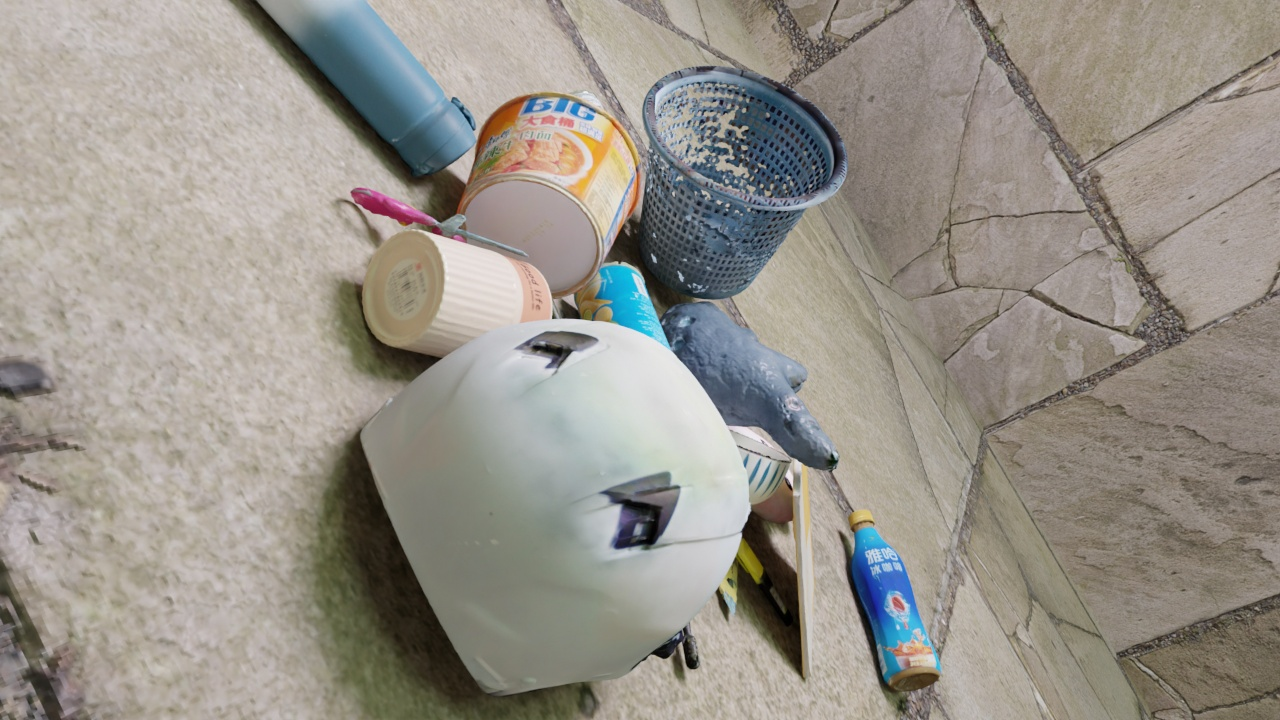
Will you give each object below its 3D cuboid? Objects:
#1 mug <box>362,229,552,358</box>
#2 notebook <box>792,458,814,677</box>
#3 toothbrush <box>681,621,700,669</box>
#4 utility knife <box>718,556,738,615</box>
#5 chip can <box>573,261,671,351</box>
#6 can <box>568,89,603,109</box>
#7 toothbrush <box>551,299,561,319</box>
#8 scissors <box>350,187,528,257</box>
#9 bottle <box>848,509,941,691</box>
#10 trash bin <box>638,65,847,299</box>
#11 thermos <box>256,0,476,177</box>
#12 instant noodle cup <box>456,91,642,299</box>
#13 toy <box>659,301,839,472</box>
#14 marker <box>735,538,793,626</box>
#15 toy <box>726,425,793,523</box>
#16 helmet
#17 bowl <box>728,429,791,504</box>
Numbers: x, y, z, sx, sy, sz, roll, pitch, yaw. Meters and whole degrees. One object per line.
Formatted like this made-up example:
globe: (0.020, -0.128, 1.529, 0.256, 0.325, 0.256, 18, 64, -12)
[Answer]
mug: (-0.135, -0.049, 0.642, 0.114, 0.082, 0.105, 40, 15, 30)
notebook: (0.159, 0.180, 0.895, 0.145, 0.010, 0.206, -65, 150, -63)
toothbrush: (0.026, 0.153, 0.768, 0.027, 0.026, 0.212, 93, -10, -50)
utility knife: (0.086, 0.180, 0.876, 0.031, 0.018, 0.162, 48, 30, -18)
chip can: (-0.005, 0.005, 0.797, 0.071, 0.071, 0.210, 36, 23, -41)
can: (-0.052, -0.232, 1.038, 0.058, 0.058, 0.146, 18, 46, -56)
toothbrush: (-0.062, -0.014, 0.806, 0.012, 0.017, 0.185, 90, -23, -71)
scissors: (-0.144, -0.096, 0.671, 0.133, 0.017, 0.136, 19, -8, 0)
bottle: (0.293, 0.278, 1.095, 0.065, 0.065, 0.218, 37, 31, -40)
trash bin: (0.090, -0.182, 1.034, 0.226, 0.196, 0.226, 9, 50, -11)
thermos: (-0.218, -0.240, 0.712, 0.220, 0.070, 0.070, 48, 26, -23)
instant noodle cup: (-0.080, -0.129, 0.763, 0.151, 0.152, 0.111, 46, 35, -27)
toy: (0.081, 0.004, 0.922, 0.137, 0.091, 0.356, 10, 21, -24)
marker: (0.118, 0.214, 0.876, 0.124, 0.015, 0.018, 57, 27, -29)
toy: (0.134, 0.124, 0.985, 0.159, 0.054, 0.121, 30, 27, -59)
helmet: (-0.023, 0.064, 0.558, 0.258, 0.146, 0.229, 0, 56, -51)
bowl: (0.075, 0.101, 0.851, 0.116, 0.066, 0.116, 21, 4, -2)
